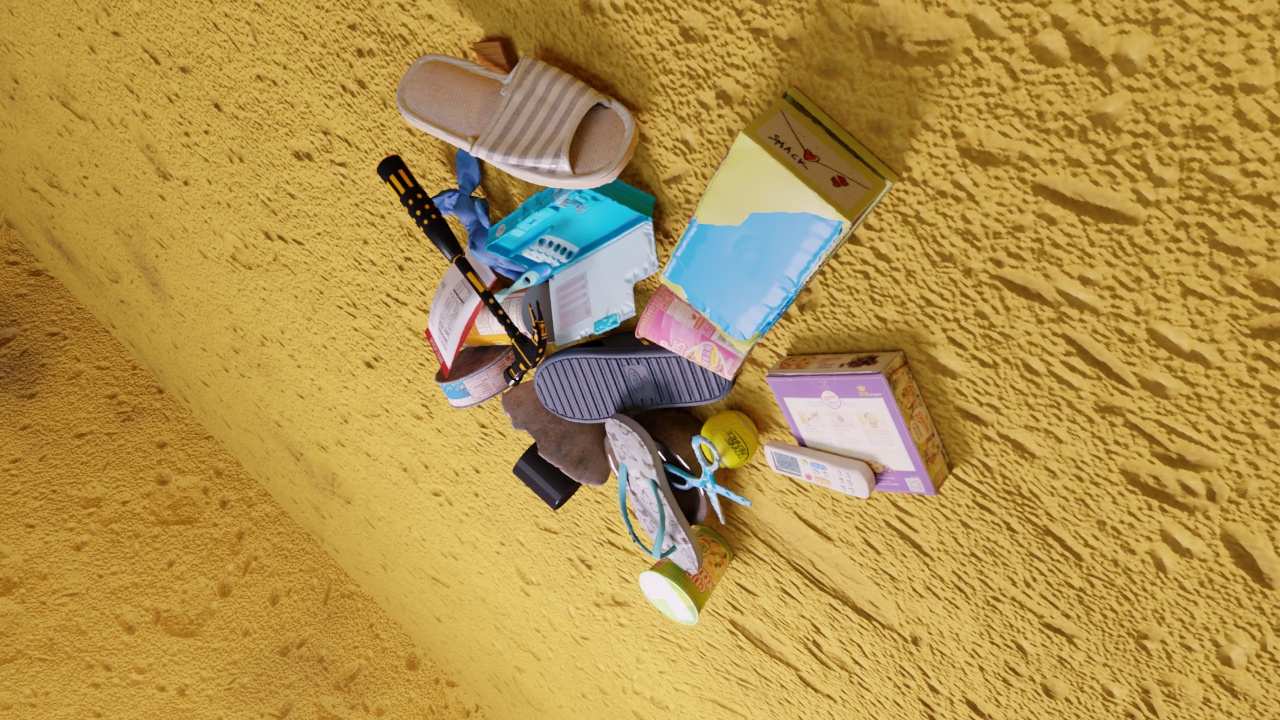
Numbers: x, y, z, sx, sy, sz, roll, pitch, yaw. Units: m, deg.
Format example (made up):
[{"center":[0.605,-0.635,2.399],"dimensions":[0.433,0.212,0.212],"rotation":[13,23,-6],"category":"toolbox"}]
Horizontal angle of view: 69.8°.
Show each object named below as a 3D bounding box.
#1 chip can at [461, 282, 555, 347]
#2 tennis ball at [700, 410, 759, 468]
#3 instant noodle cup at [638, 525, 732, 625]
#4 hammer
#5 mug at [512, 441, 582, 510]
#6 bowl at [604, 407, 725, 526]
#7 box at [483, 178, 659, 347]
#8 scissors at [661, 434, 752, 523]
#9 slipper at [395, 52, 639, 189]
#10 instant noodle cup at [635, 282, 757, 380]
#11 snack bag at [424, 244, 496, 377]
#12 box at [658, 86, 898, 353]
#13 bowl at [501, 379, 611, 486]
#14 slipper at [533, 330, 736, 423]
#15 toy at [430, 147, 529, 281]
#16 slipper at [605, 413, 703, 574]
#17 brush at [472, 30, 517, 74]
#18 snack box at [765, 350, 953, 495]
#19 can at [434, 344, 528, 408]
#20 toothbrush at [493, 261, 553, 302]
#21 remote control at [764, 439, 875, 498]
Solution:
[{"center":[-0.184,-0.057,1.203],"dimensions":[0.215,0.075,0.075],"rotation":[-1,124,49],"category":"chip can"},{"center":[0.101,0.089,1.042],"dimensions":[0.065,0.065,0.065],"rotation":[30,143,25],"category":"tennis ball"},{"center":[0.068,0.286,1.247],"dimensions":[0.099,0.107,0.099],"rotation":[30,144,25],"category":"instant noodle cup"},{"center":[-0.211,-0.121,1.069],"dimensions":[0.320,0.036,0.124],"rotation":[53,139,14],"category":"hammer"},{"center":[-0.133,0.172,1.397],"dimensions":[0.088,0.078,0.113],"rotation":[41,174,10],"category":"mug"},{"center":[0.037,0.124,1.146],"dimensions":[0.162,0.070,0.162],"rotation":[30,143,25],"category":"bowl"},{"center":[-0.063,-0.117,1.003],"dimensions":[0.169,0.085,0.228],"rotation":[53,147,-13],"category":"box"},{"center":[0.069,0.134,1.045],"dimensions":[0.140,0.011,0.134],"rotation":[9,133,43],"category":"scissors"},{"center":[-0.130,-0.244,0.900],"dimensions":[0.273,0.114,0.054],"rotation":[21,174,21],"category":"slipper"},{"center":[0.066,-0.036,0.934],"dimensions":[0.108,0.097,0.098],"rotation":[33,145,8],"category":"instant noodle cup"},{"center":[-0.236,-0.070,1.174],"dimensions":[0.039,0.144,0.130],"rotation":[19,-162,-33],"category":"snack bag"},{"center":[0.111,-0.113,0.811],"dimensions":[0.124,0.082,0.222],"rotation":[41,149,8],"category":"box"},{"center":[-0.093,0.079,1.213],"dimensions":[0.178,0.081,0.178],"rotation":[42,-174,-6],"category":"bowl"},{"center":[-0.006,0.006,1.076],"dimensions":[0.264,0.082,0.101],"rotation":[-7,122,29],"category":"slipper"},{"center":[-0.196,-0.163,1.116],"dimensions":[0.113,0.070,0.176],"rotation":[-23,106,44],"category":"toy"},{"center":[0.003,0.175,1.117],"dimensions":[0.098,0.054,0.269],"rotation":[21,142,45],"category":"slipper"},{"center":[-0.136,-0.277,0.970],"dimensions":[0.048,0.017,0.126],"rotation":[14,135,40],"category":"brush"},{"center":[0.214,0.062,0.908],"dimensions":[0.144,0.040,0.148],"rotation":[-2,123,50],"category":"snack box"},{"center":[-0.214,0.011,1.257],"dimensions":[0.130,0.129,0.044],"rotation":[-1,124,49],"category":"can"},{"center":[-0.131,-0.088,1.030],"dimensions":[0.022,0.017,0.135],"rotation":[54,144,-12],"category":"toothbrush"},{"center":[0.181,0.110,0.941],"dimensions":[0.126,0.018,0.038],"rotation":[13,134,44],"category":"remote control"}]
